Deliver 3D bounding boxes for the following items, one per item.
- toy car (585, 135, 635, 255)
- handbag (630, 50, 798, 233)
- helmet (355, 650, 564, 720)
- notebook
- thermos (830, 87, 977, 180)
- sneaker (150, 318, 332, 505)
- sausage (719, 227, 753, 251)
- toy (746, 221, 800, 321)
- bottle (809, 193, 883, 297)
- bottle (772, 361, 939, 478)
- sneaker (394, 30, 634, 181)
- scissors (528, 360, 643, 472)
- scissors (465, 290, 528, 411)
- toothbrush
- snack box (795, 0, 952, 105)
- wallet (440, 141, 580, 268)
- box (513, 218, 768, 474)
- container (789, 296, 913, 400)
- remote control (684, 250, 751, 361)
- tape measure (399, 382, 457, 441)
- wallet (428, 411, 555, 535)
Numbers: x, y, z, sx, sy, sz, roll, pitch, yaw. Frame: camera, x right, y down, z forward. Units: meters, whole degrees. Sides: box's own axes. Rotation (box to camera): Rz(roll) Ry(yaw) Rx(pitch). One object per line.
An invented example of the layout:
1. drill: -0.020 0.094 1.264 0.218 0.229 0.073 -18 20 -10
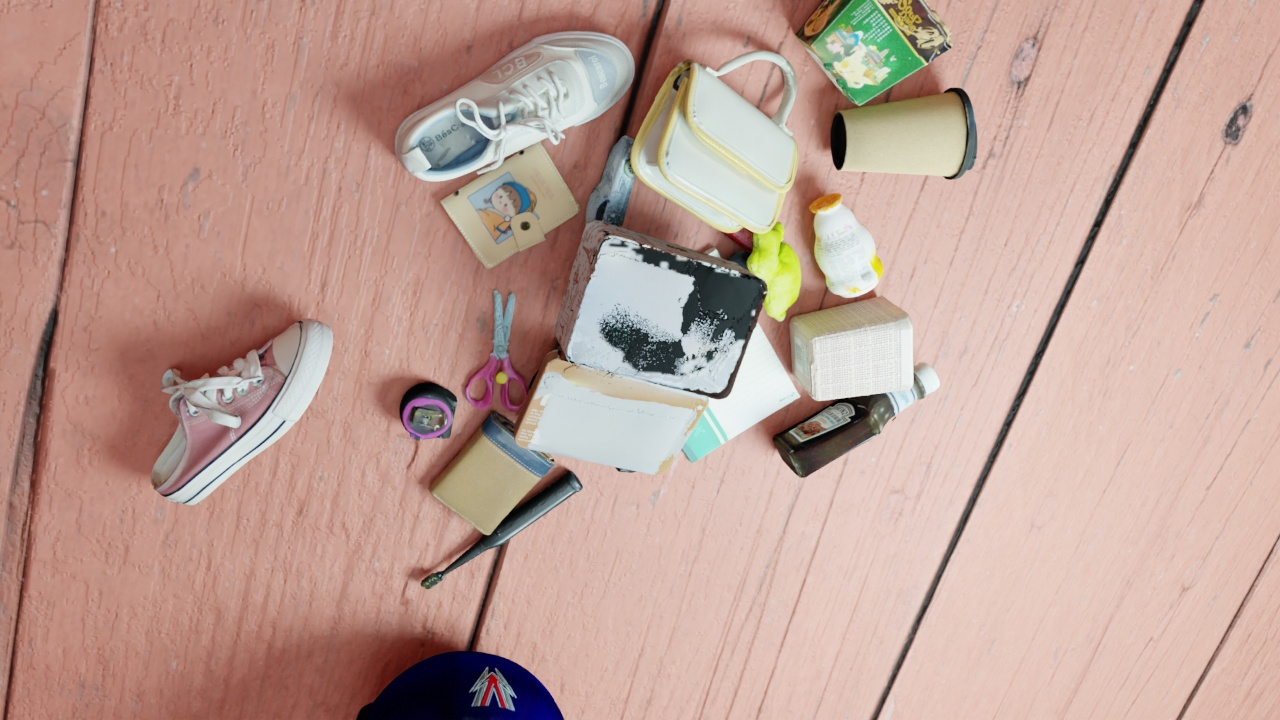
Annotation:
1. toy car: -0.029 -0.163 0.911 0.036 0.054 0.121 13 106 -19
2. handbag: 0.092 -0.227 0.893 0.163 0.063 0.178 25 88 -36
3. helmet: -0.205 0.475 1.002 0.247 0.240 0.315 14 95 -18
4. notebook: 0.069 0.000 1.019 0.150 0.012 0.209 -33 114 2
5. thermos: 0.273 -0.229 0.943 0.143 0.093 0.093 -5 111 -3
6. sneaker: -0.398 0.041 0.879 0.241 0.118 0.088 -42 134 10
7. sausage: 0.069 -0.157 0.956 0.156 0.020 0.020 32 100 -22
8. toy: 0.145 -0.096 0.974 0.100 0.031 0.096 24 77 -49
9. bottle: 0.216 -0.123 0.978 0.063 0.063 0.108 -29 114 -2
10. bottle: 0.249 0.063 1.046 0.195 0.080 0.044 -29 108 -3
11. sneaker: -0.114 -0.235 0.846 0.242 0.090 0.089 -26 114 -3
12. scissors: -0.012 0.021 0.994 0.220 0.021 0.235 -3 112 -15
13. scissors: -0.156 -0.010 0.963 0.073 0.017 0.137 -3 106 -2
14. toothbrush: -0.158 0.193 1.030 0.212 0.027 0.026 -35 69 1
15. snack box: 0.218 -0.318 0.889 0.106 0.117 0.118 -39 111 16
16. wallet: -0.127 -0.151 0.912 0.115 0.024 0.087 -32 109 -1
17. box: -0.006 0.006 0.918 0.179 0.110 0.260 15 106 -18
18. container: 0.229 -0.011 1.011 0.111 0.090 0.090 -10 112 -7
19. remote control: 0.081 -0.056 0.972 0.053 0.024 0.136 40 88 -27
20. tape measure: -0.222 0.054 0.955 0.058 0.039 0.057 12 107 -17
21. wallet: -0.161 0.124 0.998 0.090 0.033 0.115 39 98 -13
